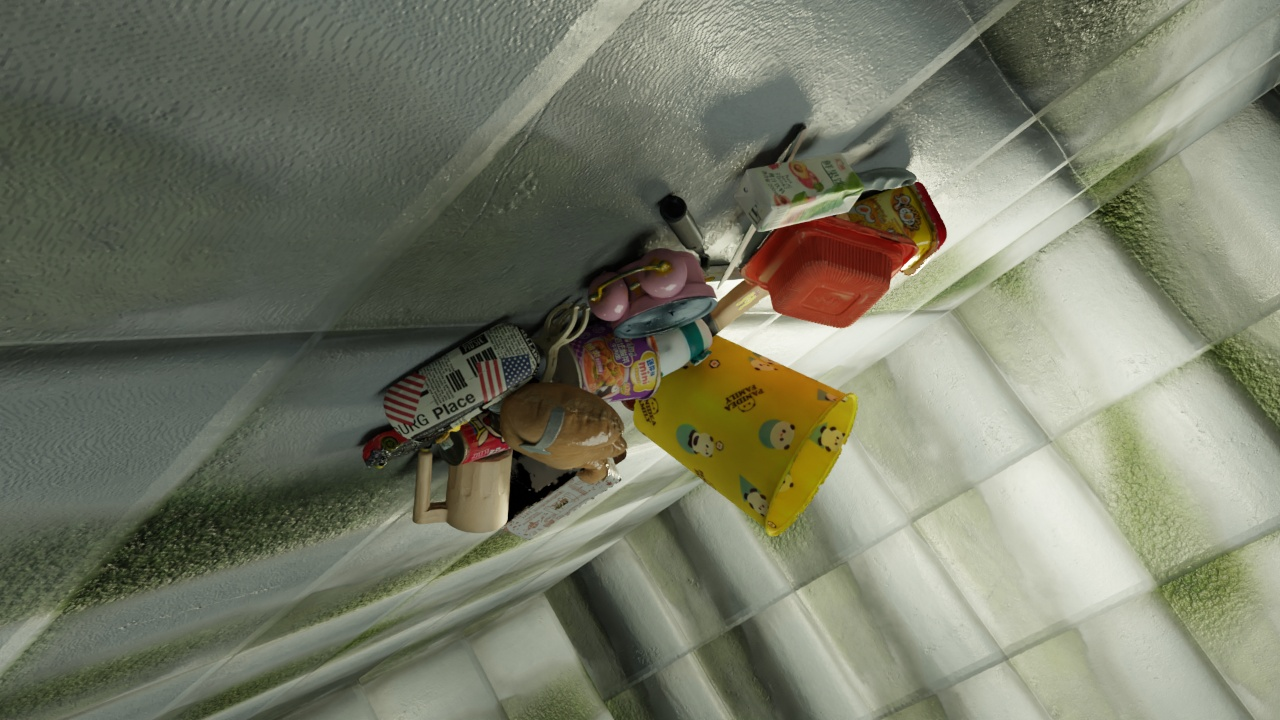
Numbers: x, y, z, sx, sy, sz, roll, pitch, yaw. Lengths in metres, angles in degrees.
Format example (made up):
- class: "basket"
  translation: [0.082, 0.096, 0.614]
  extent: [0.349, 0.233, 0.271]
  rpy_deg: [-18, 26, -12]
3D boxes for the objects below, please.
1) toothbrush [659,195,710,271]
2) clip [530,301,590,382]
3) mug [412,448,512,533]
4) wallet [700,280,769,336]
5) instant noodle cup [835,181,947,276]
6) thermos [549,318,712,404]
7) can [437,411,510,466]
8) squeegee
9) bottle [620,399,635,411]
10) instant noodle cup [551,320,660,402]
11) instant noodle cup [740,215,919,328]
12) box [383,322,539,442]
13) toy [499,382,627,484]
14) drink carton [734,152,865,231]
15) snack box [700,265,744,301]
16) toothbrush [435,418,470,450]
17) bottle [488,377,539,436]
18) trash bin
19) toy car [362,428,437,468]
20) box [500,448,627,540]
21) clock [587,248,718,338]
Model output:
- class: "toothbrush"
  translation: [0.054, -0.128, 0.969]
  extent: [0.026, 0.027, 0.212]
  rpy_deg: [-7, 170, 12]
- class: "clip"
  translation: [-0.092, -0.023, 0.985]
  extent: [0.097, 0.061, 0.034]
  rpy_deg: [-48, 162, 16]
- class: "mug"
  translation: [-0.228, 0.158, 1.184]
  extent: [0.124, 0.084, 0.104]
  rpy_deg: [0, 113, -22]
- class: "wallet"
  translation: [0.132, -0.083, 1.288]
  extent: [0.115, 0.033, 0.090]
  rpy_deg: [-37, 165, 5]
- class: "instant noodle cup"
  translation: [0.329, -0.173, 1.251]
  extent: [0.123, 0.116, 0.116]
  rpy_deg: [-15, 161, -17]
- class: "thermos"
  translation: [-0.007, 0.007, 1.208]
  extent: [0.223, 0.073, 0.073]
  rpy_deg: [-26, 165, -21]
- class: "can"
  translation: [-0.186, 0.090, 1.152]
  extent: [0.132, 0.053, 0.053]
  rpy_deg: [-16, 159, -48]
- class: "squeegee"
  translation: [0.217, -0.195, 1.045]
  extent: [0.249, 0.040, 0.248]
  rpy_deg: [-16, 152, -27]
- class: "bottle"
  translation: [0.043, 0.039, 1.459]
  extent: [0.060, 0.059, 0.205]
  rpy_deg: [-40, 164, 30]
- class: "instant noodle cup"
  translation: [-0.047, 0.003, 1.066]
  extent: [0.099, 0.111, 0.112]
  rpy_deg: [-13, 159, -28]
- class: "instant noodle cup"
  translation: [0.239, -0.109, 1.172]
  extent: [0.188, 0.079, 0.165]
  rpy_deg: [13, 148, -13]
- class: "box"
  translation: [-0.178, 0.022, 0.914]
  extent: [0.163, 0.075, 0.081]
  rpy_deg: [-28, 157, -3]
- class: "toy"
  translation: [-0.086, 0.085, 1.016]
  extent: [0.226, 0.143, 0.082]
  rpy_deg: [86, 22, -71]
- class: "drink carton"
  translation: [0.159, -0.168, 0.918]
  extent: [0.122, 0.053, 0.046]
  rpy_deg: [-16, 154, -28]
- class: "snack box"
  translation: [0.058, -0.082, 1.138]
  extent: [0.085, 0.027, 0.156]
  rpy_deg: [-41, 164, 32]
- class: "toothbrush"
  translation: [-0.204, 0.075, 1.024]
  extent: [0.016, 0.018, 0.191]
  rpy_deg: [-30, -175, 1]
- class: "bottle"
  translation: [-0.146, 0.052, 1.067]
  extent: [0.079, 0.044, 0.195]
  rpy_deg: [-59, 156, -7]
- class: "trash bin"
  translation: [0.144, 0.088, 1.325]
  extent: [0.229, 0.255, 0.230]
  rpy_deg: [-42, 150, -32]
- class: "toy car"
  translation: [-0.261, 0.089, 1.033]
  extent: [0.106, 0.031, 0.049]
  rpy_deg: [-17, 161, -42]
- class: "box"
  translation: [-0.118, 0.167, 1.336]
  extent: [0.183, 0.156, 0.192]
  rpy_deg: [-33, 144, 10]
- class: "clock"
  translation: [0.011, -0.072, 0.968]
  extent: [0.117, 0.059, 0.158]
  rpy_deg: [-22, 168, 23]
